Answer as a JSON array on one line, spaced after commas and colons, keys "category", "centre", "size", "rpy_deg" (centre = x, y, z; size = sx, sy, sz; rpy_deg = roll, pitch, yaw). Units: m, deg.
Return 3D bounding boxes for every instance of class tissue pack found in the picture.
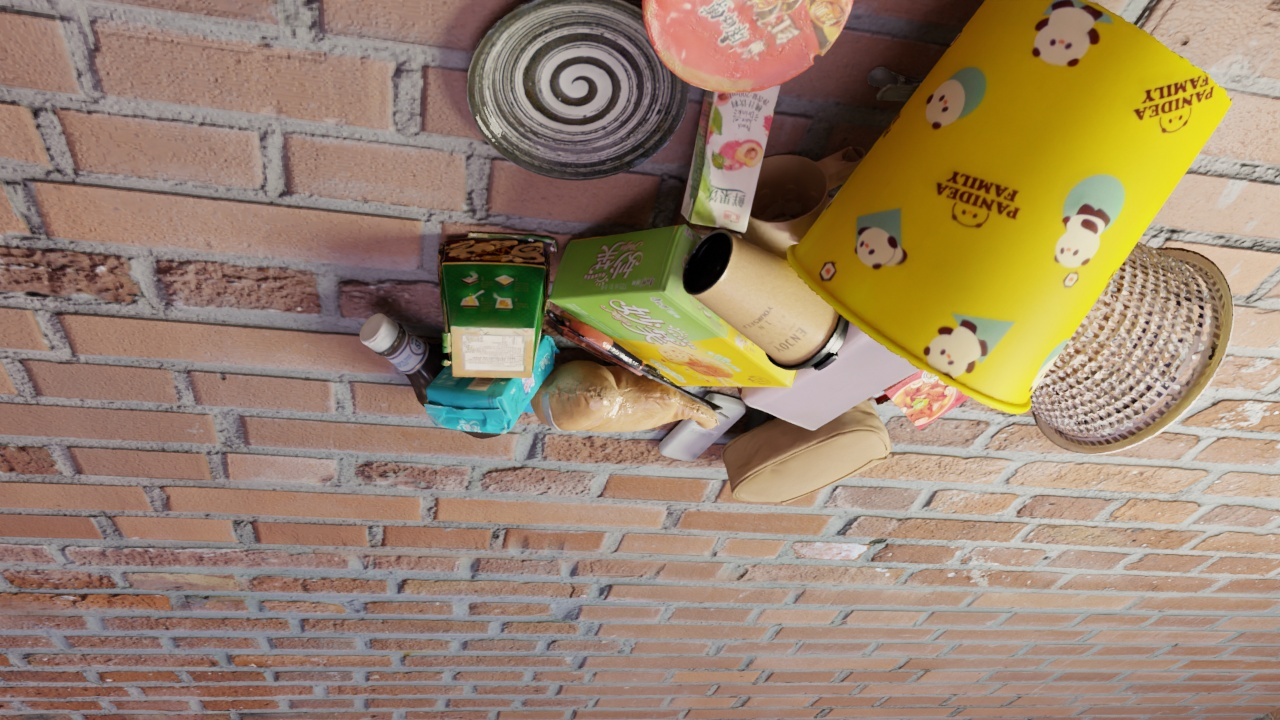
[{"category": "tissue pack", "centre": [-0.152, 0.017, 0.949], "size": [0.093, 0.133, 0.050], "rpy_deg": [6, 128, 23]}]

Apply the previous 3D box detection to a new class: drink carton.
[{"category": "drink carton", "centre": [0.072, -0.173, 0.762], "size": [0.053, 0.045, 0.123], "rpy_deg": [6, 110, -13]}]

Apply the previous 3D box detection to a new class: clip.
[{"category": "clip", "centre": [0.216, -0.229, 0.770], "size": [0.056, 0.026, 0.024], "rpy_deg": [0, 147, -28]}]

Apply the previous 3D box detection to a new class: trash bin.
[{"category": "trash bin", "centre": [0.403, -0.048, 0.887], "size": [0.192, 0.226, 0.228], "rpy_deg": [26, 134, -18]}, {"category": "trash bin", "centre": [0.277, -0.129, 0.704], "size": [0.229, 0.229, 0.256], "rpy_deg": [19, 114, -29]}]

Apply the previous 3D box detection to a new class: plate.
[{"category": "plate", "centre": [-0.049, -0.220, 0.744], "size": [0.179, 0.024, 0.180], "rpy_deg": [-2, 141, -2]}]

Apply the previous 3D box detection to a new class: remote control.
[{"category": "remote control", "centre": [0.076, 0.085, 1.160], "size": [0.055, 0.020, 0.136], "rpy_deg": [16, 139, -24]}]

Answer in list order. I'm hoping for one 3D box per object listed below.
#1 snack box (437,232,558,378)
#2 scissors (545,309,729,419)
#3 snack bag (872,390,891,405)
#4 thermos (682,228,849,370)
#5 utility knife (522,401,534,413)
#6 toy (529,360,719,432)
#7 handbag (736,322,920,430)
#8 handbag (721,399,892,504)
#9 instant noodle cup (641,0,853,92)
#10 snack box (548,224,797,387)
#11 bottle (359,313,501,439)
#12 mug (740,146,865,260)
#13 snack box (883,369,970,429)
[{"category": "snack box", "centre": [-0.140, -0.045, 0.894], "size": [0.117, 0.105, 0.118], "rpy_deg": [1, 143, -9]}, {"category": "scissors", "centre": [-0.009, 0.003, 0.931], "size": [0.226, 0.015, 0.189], "rpy_deg": [32, 174, -22]}, {"category": "snack bag", "centre": [0.270, 0.021, 1.093], "size": [0.105, 0.026, 0.045], "rpy_deg": [27, 139, -34]}, {"category": "thermos", "centre": [0.109, -0.053, 0.790], "size": [0.143, 0.092, 0.093], "rpy_deg": [27, 133, -32]}, {"category": "utility knife", "centre": [-0.104, 0.053, 1.099], "size": [0.187, 0.018, 0.034], "rpy_deg": [8, 130, -16]}, {"category": "toy", "centre": [-0.016, 0.046, 1.036], "size": [0.225, 0.082, 0.144], "rpy_deg": [7, -179, -38]}, {"category": "handbag", "centre": [0.211, -0.016, 0.974], "size": [0.198, 0.098, 0.144], "rpy_deg": [-36, 148, 32]}, {"category": "handbag", "centre": [0.206, 0.107, 1.147], "size": [0.205, 0.099, 0.147], "rpy_deg": [-29, 144, 28]}, {"category": "instant noodle cup", "centre": [0.065, -0.269, 0.621], "size": [0.138, 0.108, 0.138], "rpy_deg": [-3, 142, -3]}, {"category": "snack box", "centre": [0.039, -0.045, 0.895], "size": [0.158, 0.070, 0.210], "rpy_deg": [0, 155, 45]}, {"category": "bottle", "centre": [-0.216, 0.014, 0.984], "size": [0.044, 0.079, 0.195], "rpy_deg": [-12, 143, 32]}, {"category": "mug", "centre": [0.150, -0.131, 0.845], "size": [0.124, 0.084, 0.104], "rpy_deg": [-25, 144, -4]}, {"category": "snack box", "centre": [0.349, 0.020, 1.068], "size": [0.113, 0.044, 0.127], "rpy_deg": [-37, 133, 17]}]
